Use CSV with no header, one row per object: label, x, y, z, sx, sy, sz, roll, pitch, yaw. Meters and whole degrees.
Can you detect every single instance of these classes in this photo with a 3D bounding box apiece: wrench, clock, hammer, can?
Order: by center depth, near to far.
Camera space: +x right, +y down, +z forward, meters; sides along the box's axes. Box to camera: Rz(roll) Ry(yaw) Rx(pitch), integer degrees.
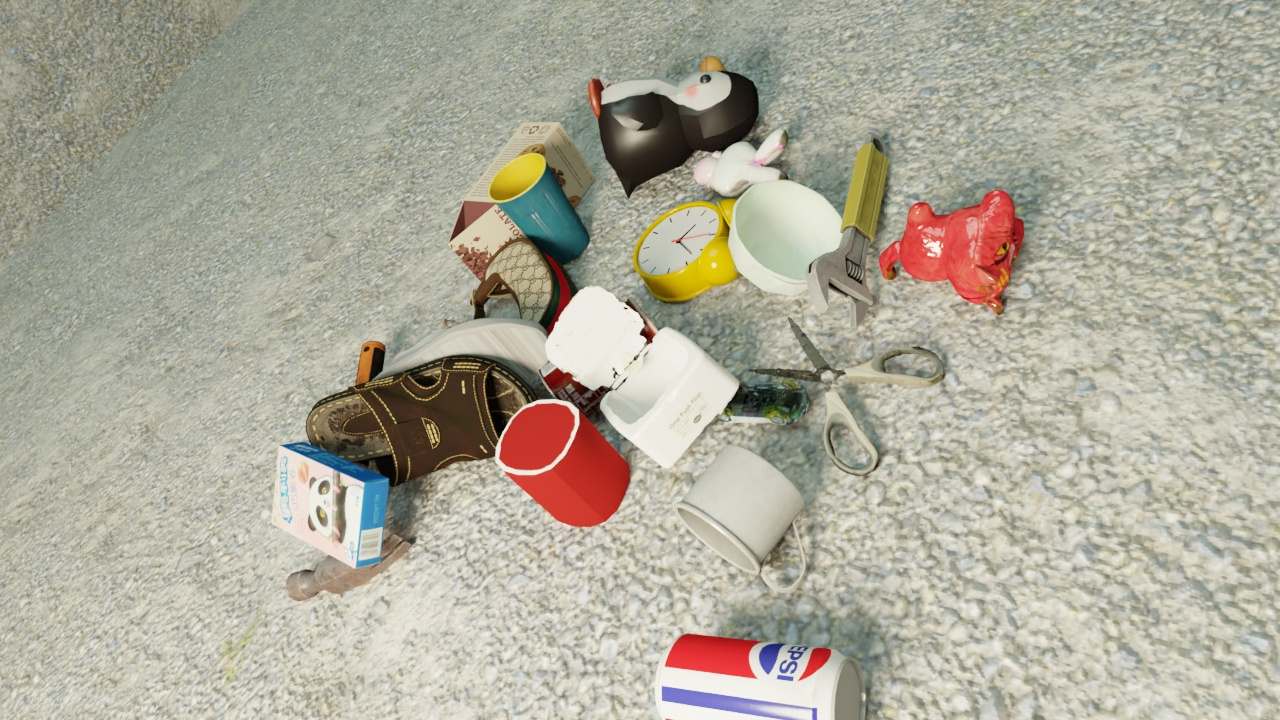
can,0.081,0.230,0.634,0.132,0.070,0.070,-4,52,32
wrench,0.206,-0.134,0.875,0.018,0.083,0.272,-31,30,45
clock,0.059,-0.120,0.975,0.152,0.052,0.113,-7,50,35
hammer,-0.307,0.104,1.023,0.138,0.035,0.313,-19,50,19

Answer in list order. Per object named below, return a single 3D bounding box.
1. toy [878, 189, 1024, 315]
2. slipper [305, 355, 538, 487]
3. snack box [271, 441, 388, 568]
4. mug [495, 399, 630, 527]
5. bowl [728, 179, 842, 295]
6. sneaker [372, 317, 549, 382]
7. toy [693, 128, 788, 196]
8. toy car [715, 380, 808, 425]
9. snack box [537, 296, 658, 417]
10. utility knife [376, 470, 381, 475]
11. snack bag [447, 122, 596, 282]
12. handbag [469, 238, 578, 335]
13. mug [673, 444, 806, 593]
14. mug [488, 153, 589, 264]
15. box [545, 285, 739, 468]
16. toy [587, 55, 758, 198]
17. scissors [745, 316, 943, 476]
toy,0.260,-0.084,0.792,0.133,0.088,0.094,-11,65,43
slipper,-0.229,0.064,0.930,0.268,0.113,0.075,-8,17,16
snack box,-0.314,0.142,0.924,0.154,0.033,0.088,13,99,38
mug,-0.083,0.094,0.848,0.117,0.096,0.080,2,55,36
bowl,0.136,-0.110,0.889,0.117,0.061,0.117,6,61,-12
sneaker,-0.190,-0.006,0.992,0.237,0.099,0.089,-19,31,25
toy,0.113,-0.217,1.033,0.123,0.038,0.079,2,67,35
toy car,0.108,0.039,0.816,0.090,0.027,0.038,1,53,32
snack box,-0.035,0.001,0.917,0.121,0.072,0.072,-38,42,2
utility knife,-0.264,0.105,1.025,0.141,0.015,0.022,-32,43,10
snack bag,-0.155,-0.191,1.150,0.070,0.094,0.206,12,62,41
handbag,-0.146,-0.064,1.063,0.138,0.063,0.166,-43,48,11
mug,0.090,0.125,0.723,0.113,0.084,0.070,35,73,17
mug,-0.115,-0.175,1.088,0.078,0.121,0.078,-19,46,20
box,-0.010,0.000,0.843,0.107,0.132,0.152,-48,30,-1
toy,0.050,-0.277,1.081,0.184,0.140,0.158,-8,8,17
scissors,0.172,0.025,0.776,0.171,0.012,0.157,-7,58,15
